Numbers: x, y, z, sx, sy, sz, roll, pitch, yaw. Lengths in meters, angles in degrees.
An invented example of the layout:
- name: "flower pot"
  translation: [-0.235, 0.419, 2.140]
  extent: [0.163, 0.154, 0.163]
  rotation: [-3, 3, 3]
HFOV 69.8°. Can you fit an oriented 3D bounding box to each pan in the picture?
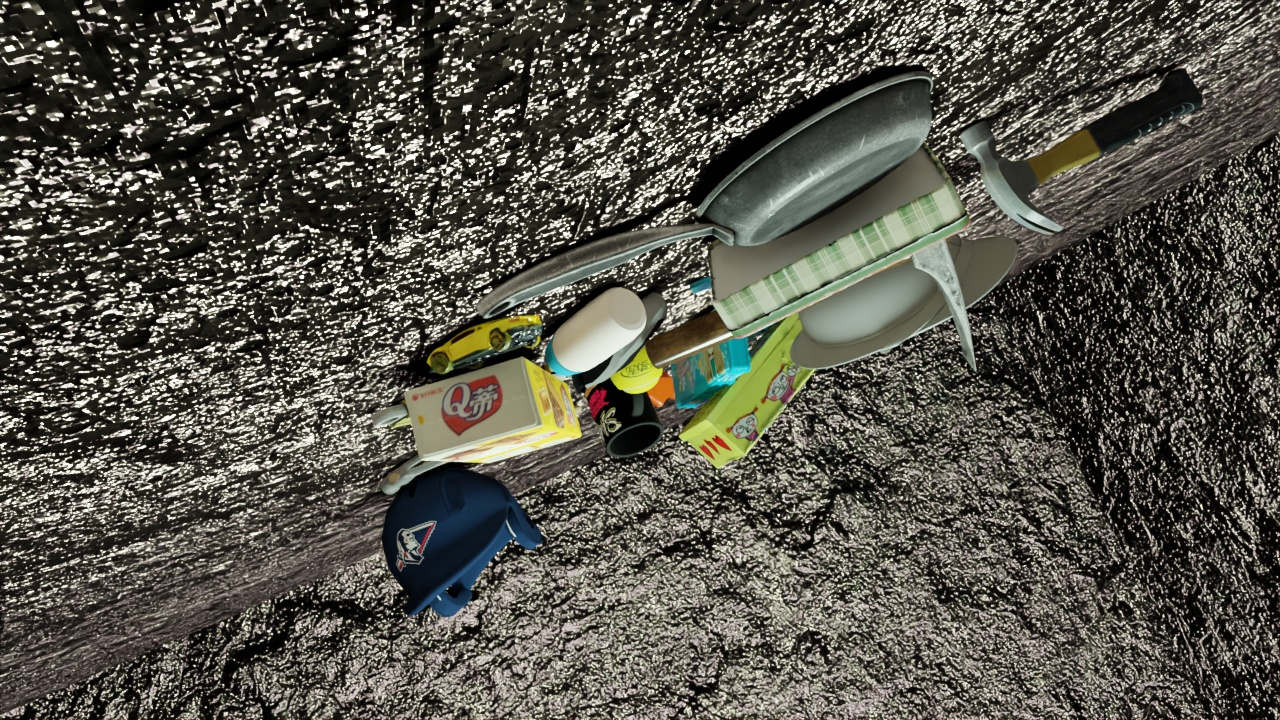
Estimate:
- name: "pan"
  translation: [0.050, -0.102, 0.655]
  extent: [0.357, 0.055, 0.187]
  rotation: [-29, 173, 1]

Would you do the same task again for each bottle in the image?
- name: "bottle"
  translation: [-0.052, -0.019, 0.854]
  extent: [0.051, 0.051, 0.147]
  rotation: [-18, 170, -41]

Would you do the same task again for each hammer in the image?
- name: "hammer"
  translation: [-0.221, 0.123, 1.371]
  extent: [0.330, 0.030, 0.120]
  rotation: [-17, 169, -39]
- name: "hammer"
  translation: [0.160, -0.032, 0.887]
  extent: [0.301, 0.218, 0.037]
  rotation: [-23, -154, 10]
- name: "hammer"
  translation: [0.443, -0.215, 0.884]
  extent: [0.332, 0.118, 0.025]
  rotation: [-26, 176, -28]

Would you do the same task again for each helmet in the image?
- name: "helmet"
  translation: [-0.305, 0.289, 1.467]
  extent: [0.233, 0.223, 0.271]
  rotation: [-41, -162, 15]
- name: "helmet"
  translation: [0.250, -0.102, 0.991]
  extent: [0.272, 0.118, 0.182]
  rotation: [-27, -159, 33]

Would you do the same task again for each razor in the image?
- name: "razor"
  translation: [0.115, -0.100, 0.923]
  extent: [0.144, 0.022, 0.042]
  rotation: [-26, 171, 16]
- name: "razor"
  translation: [-0.023, -0.021, 0.938]
  extent: [0.060, 0.057, 0.157]
  rotation: [26, 138, -37]

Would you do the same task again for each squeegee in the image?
- name: "squeegee"
  translation: [0.019, 0.040, 1.370]
  extent: [0.184, 0.055, 0.250]
  rotation: [1, -170, -38]

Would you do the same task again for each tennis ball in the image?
- name: "tennis ball"
  translation: [-0.006, 0.006, 1.097]
  extent: [0.065, 0.065, 0.065]
  rotation: [-24, 172, -4]

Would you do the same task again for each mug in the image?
- name: "mug"
  translation: [-0.020, 0.058, 1.234]
  extent: [0.081, 0.098, 0.118]
  rotation: [-11, 146, -20]

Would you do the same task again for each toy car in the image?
- name: "toy car"
  translation: [-0.127, -0.013, 0.739]
  extent: [0.107, 0.030, 0.049]
  rotation: [-21, 175, 26]

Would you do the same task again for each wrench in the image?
- name: "wrench"
  translation: [-0.177, 0.039, 0.978]
  extent: [0.084, 0.018, 0.272]
  rotation: [-29, 171, 30]

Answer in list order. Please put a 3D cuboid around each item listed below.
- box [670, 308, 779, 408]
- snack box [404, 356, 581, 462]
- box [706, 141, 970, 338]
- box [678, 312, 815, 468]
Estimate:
- name: "box"
  translation: [0.129, -0.007, 1.226]
  extent: [0.121, 0.098, 0.227]
  rotation: [-4, 166, -16]
- name: "snack box"
  translation: [-0.128, 0.053, 0.865]
  extent: [0.110, 0.061, 0.230]
  rotation: [-16, 172, 2]
- name: "box"
  translation: [0.152, -0.099, 0.745]
  extent: [0.206, 0.049, 0.117]
  rotation: [-29, -151, 17]
- name: "box"
  translation: [0.158, 0.037, 1.243]
  extent: [0.220, 0.081, 0.125]
  rotation: [-46, 179, -19]
